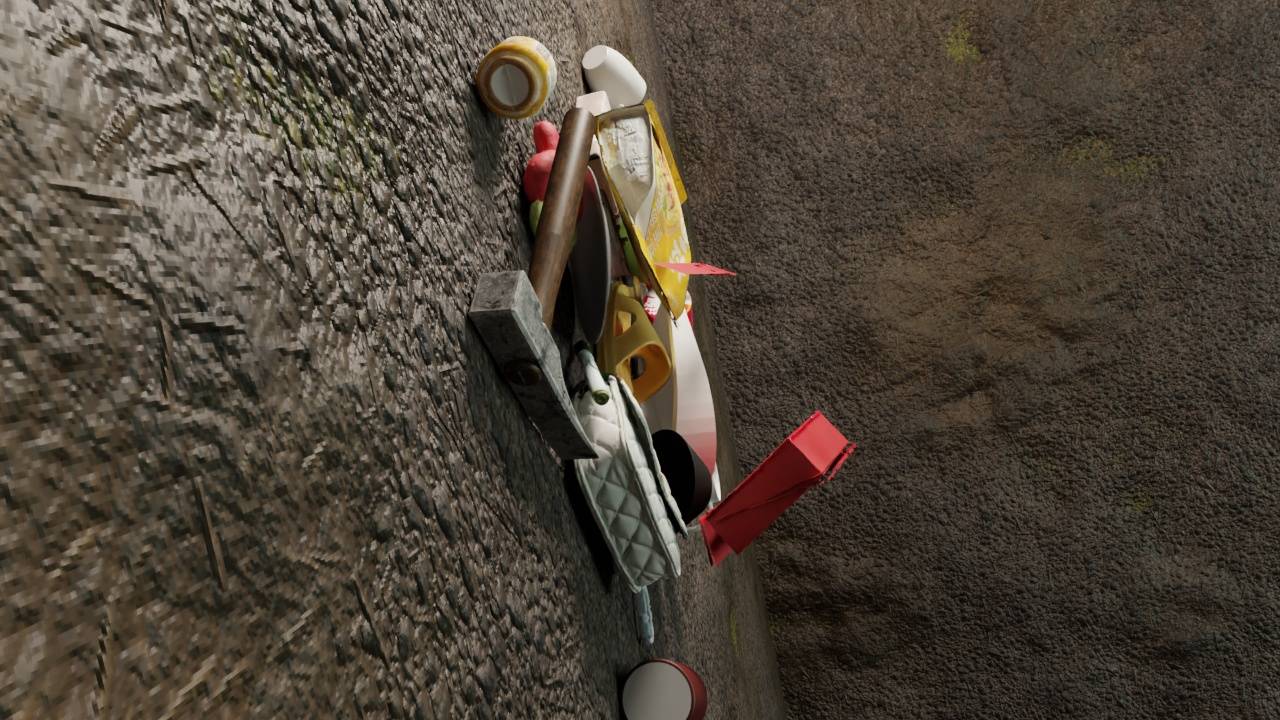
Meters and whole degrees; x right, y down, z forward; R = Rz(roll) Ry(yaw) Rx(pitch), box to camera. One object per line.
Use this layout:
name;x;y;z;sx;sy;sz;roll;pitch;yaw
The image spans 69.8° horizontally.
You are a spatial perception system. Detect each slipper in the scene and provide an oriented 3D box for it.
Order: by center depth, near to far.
slipper;-0.006;0.006;1.083;0.099;0.078;0.262;69;16;-48

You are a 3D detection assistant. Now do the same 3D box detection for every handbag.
handbag;-0.008;0.121;0.905;0.138;0.072;0.195;-100;171;-55

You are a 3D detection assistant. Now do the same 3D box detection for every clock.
clock;-0.043;-0.136;1.073;0.148;0.056;0.103;69;5;-59

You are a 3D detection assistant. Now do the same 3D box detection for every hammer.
hammer;-0.063;-0.084;0.803;0.218;0.037;0.299;69;23;-51

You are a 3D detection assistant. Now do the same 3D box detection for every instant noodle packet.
instant noodle packet;0.011;-0.162;1.048;0.163;0.084;0.221;65;13;-49

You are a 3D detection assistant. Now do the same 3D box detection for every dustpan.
dustpan;0.027;0.050;1.185;0.192;0.053;0.257;110;-30;-52

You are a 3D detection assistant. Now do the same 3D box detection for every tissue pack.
tissue pack;-0.049;-0.276;1.194;0.181;0.071;0.104;-84;163;-49

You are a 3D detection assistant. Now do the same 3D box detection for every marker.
marker;-0.048;0.011;0.889;0.146;0.017;0.017;-119;-166;-67

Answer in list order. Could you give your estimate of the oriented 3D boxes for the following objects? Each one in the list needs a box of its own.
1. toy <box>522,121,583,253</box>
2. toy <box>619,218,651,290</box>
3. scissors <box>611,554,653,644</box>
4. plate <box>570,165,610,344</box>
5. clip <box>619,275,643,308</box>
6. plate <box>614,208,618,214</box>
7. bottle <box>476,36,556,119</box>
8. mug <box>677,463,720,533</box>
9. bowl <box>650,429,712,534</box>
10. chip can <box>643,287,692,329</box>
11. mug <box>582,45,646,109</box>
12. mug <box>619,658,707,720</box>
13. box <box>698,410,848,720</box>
toy;-0.084;-0.165;0.885;0.091;0.045;0.135;37;47;-67
toy;0.013;-0.172;1.382;0.237;0.097;0.192;114;-31;-87
scissors;-0.007;0.234;1.020;0.170;0.013;0.175;-12;89;-83
plate;-0.048;-0.106;0.924;0.178;0.012;0.178;175;-89;-76
clip;-0.019;-0.094;1.305;0.048;0.046;0.054;152;-69;-64
plate;-0.038;-0.310;1.388;0.174;0.036;0.174;-10;89;-81
bottle;-0.104;-0.252;0.804;0.108;0.063;0.063;-83;160;-62
mug;0.061;0.181;1.259;0.074;0.090;0.110;57;24;-67
bowl;0.044;0.142;1.035;0.052;0.124;0.124;11;61;-33
chip can;0.046;-0.027;1.372;0.221;0.069;0.069;81;3;-59
mug;-0.053;-0.432;1.374;0.107;0.071;0.089;50;7;39
mug;0.018;0.346;0.894;0.082;0.073;0.105;59;52;-66
box;0.175;0.248;1.022;0.212;0.148;0.374;-11;91;-70
